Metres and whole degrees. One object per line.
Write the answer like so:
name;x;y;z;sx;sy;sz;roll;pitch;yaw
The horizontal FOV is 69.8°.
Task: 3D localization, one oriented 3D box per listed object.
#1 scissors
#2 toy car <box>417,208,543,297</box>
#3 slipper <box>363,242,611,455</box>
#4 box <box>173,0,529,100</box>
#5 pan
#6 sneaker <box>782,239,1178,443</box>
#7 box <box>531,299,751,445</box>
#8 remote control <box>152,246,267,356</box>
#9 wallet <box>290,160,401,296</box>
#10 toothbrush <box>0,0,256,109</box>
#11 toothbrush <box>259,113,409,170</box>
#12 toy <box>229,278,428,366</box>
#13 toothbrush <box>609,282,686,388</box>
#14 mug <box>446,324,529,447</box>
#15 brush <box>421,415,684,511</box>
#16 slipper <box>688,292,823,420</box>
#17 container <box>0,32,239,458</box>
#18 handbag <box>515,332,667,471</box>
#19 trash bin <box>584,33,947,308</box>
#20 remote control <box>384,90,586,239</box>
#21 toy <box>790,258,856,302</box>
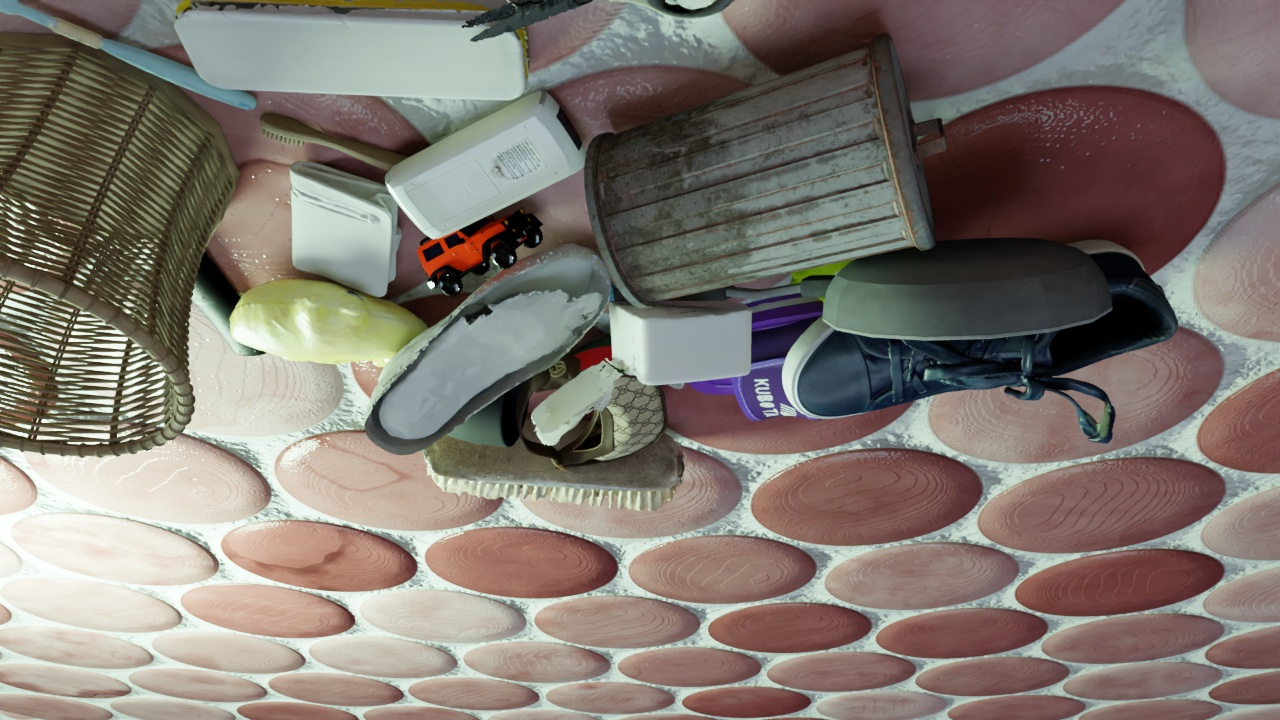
scissors;-0.016;-0.208;0.529;0.131;0.012;0.170;27;126;-38
toy car;-0.125;-0.088;0.699;0.100;0.051;0.049;-21;108;33
slipper;-0.127;-0.013;0.761;0.247;0.074;0.112;-36;137;18
box;-0.173;-0.196;0.566;0.209;0.033;0.064;3;148;0
pan;0.134;-0.055;0.650;0.358;0.041;0.178;2;-165;32
sneaker;0.259;0.000;0.697;0.295;0.127;0.121;-16;120;5
box;-0.006;-0.006;0.729;0.190;0.110;0.083;-22;105;-10
remote control;-0.369;-0.049;0.798;0.041;0.020;0.152;-1;147;6
wallet;-0.227;-0.102;0.709;0.086;0.032;0.116;21;145;-9
toothbrush;-0.324;-0.196;0.584;0.155;0.016;0.022;20;132;-27
toothbrush;-0.185;-0.143;0.655;0.166;0.016;0.016;14;144;-17
toy;-0.262;-0.027;0.788;0.170;0.064;0.155;6;161;-17
toothbrush;-0.004;-0.028;0.801;0.016;0.014;0.166;-4;141;37
mug;-0.163;0.018;0.850;0.100;0.084;0.119;8;117;10
brush;-0.088;0.104;0.958;0.271;0.083;0.057;4;145;-5
slipper;0.160;0.003;0.797;0.267;0.083;0.107;-13;144;20
container;-0.388;-0.075;0.602;0.227;0.195;0.227;1;146;1
handbag;-0.048;0.048;0.866;0.138;0.063;0.167;-16;146;-5
trash bin;0.086;-0.115;0.587;0.211;0.130;0.131;-12;144;22
remote control;-0.108;-0.133;0.638;0.139;0.025;0.060;-22;131;17
toy;0.163;-0.081;0.718;0.094;0.036;0.094;-7;139;5
